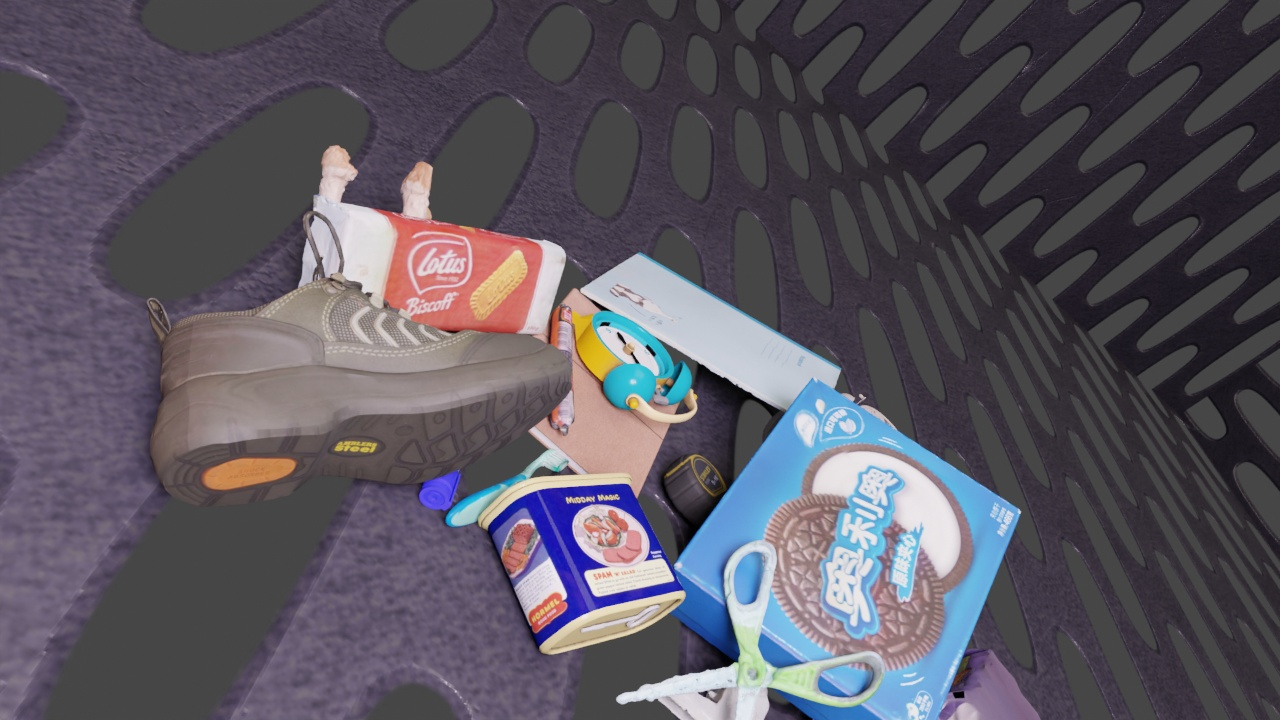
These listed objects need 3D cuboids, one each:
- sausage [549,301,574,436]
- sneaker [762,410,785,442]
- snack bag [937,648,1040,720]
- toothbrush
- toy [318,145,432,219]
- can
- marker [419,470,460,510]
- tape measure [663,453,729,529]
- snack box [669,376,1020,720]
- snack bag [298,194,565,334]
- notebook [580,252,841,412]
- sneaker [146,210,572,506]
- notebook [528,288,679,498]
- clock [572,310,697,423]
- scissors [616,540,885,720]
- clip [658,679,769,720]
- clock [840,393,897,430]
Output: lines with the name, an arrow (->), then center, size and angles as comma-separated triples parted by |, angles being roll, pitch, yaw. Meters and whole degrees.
sausage -> -0.063, 0.003, 0.727 | 0.020, 0.020, 0.155 | 30, 32, -27
sneaker -> 0.218, 0.123, 0.915 | 0.235, 0.087, 0.079 | 36, -3, -8
snack bag -> 0.280, 0.294, 0.744 | 0.096, 0.058, 0.205 | 57, 17, 18
toothbrush -> -0.085, 0.084, 0.611 | 0.017, 0.022, 0.135 | 26, 22, 17
toy -> -0.200, -0.094, 0.650 | 0.085, 0.074, 0.105 | 17, 55, -4
can -> -0.034, 0.127, 0.583 | 0.116, 0.057, 0.092 | 5, 48, -51
marker -> -0.121, 0.045, 0.615 | 0.020, 0.020, 0.141 | 35, 29, -19
tape measure -> 0.045, 0.106, 0.742 | 0.061, 0.034, 0.061 | 52, 19, 5
snack box -> 0.153, 0.142, 0.683 | 0.195, 0.056, 0.238 | 34, 49, 12
snack bag -> -0.139, -0.060, 0.656 | 0.041, 0.077, 0.224 | 22, 11, 29
notebook -> 0.079, -0.027, 0.911 | 0.253, 0.009, 0.180 | 30, 23, 6
sneaker -> -0.164, -0.004, 0.531 | 0.237, 0.101, 0.143 | -6, 56, -40
notebook -> -0.036, 0.024, 0.769 | 0.141, 0.008, 0.208 | 42, 28, -6
clock -> -0.005, 0.005, 0.784 | 0.129, 0.044, 0.099 | 50, 27, 24
scissors -> 0.068, 0.193, 0.577 | 0.171, 0.023, 0.172 | -4, 69, -10
clip -> 0.063, 0.230, 0.599 | 0.101, 0.046, 0.055 | 44, 40, -5
clock -> 0.243, 0.081, 1.013 | 0.157, 0.061, 0.103 | 49, 28, 3
